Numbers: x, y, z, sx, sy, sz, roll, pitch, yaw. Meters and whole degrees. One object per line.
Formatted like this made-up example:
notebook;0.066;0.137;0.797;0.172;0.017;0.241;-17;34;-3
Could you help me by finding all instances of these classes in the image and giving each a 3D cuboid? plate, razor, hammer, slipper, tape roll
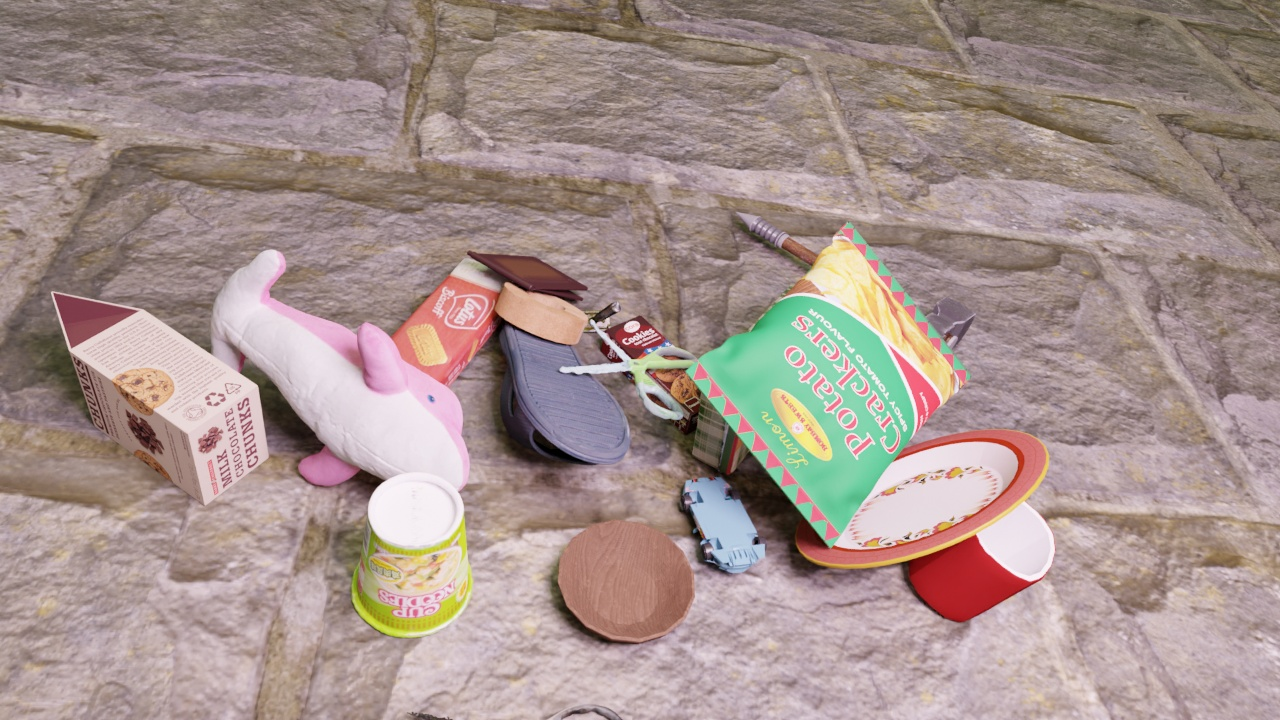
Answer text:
plate;0.248;0.125;0.815;0.229;0.230;0.021;-33;101;-38
razor;-0.040;-0.048;0.976;0.042;0.106;0.026;0;84;-18
hammer;0.245;-0.105;1.134;0.322;0.043;0.155;37;38;24
slipper;-0.092;0.043;0.878;0.101;0.083;0.263;16;19;-27
tape roll;-0.103;-0.049;0.954;0.094;0.027;0.094;23;11;-5

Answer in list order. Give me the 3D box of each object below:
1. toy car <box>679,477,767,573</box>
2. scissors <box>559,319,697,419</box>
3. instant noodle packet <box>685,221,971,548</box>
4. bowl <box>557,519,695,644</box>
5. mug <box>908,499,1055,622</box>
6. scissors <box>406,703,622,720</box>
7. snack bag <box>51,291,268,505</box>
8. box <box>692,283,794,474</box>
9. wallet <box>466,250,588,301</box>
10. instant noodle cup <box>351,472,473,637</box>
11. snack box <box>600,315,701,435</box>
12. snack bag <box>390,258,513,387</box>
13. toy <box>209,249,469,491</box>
toy car;0.073;0.154;0.843;0.060;0.028;0.107;-3;36;-18
scissors;-0.005;0.006;0.905;0.171;0.021;0.172;-6;41;-37
instant noodle packet;0.182;0.012;0.836;0.252;0.091;0.195;-41;94;-29
bowl;-0.014;0.192;0.778;0.118;0.030;0.117;7;44;-7
mug;0.312;0.167;0.831;0.080;0.097;0.116;41;50;8
scissors;-0.089;0.288;0.669;0.169;0.013;0.132;-8;46;-26
snack bag;-0.429;0.023;0.795;0.206;0.095;0.069;29;45;15
box;0.126;0.016;0.935;0.050;0.118;0.204;25;42;24
wallet;-0.121;-0.095;1.007;0.091;0.018;0.115;30;13;24
instant noodle cup;-0.178;0.148;0.723;0.099;0.108;0.098;8;45;-8
snack box;0.023;0.013;0.971;0.050;0.032;0.141;-25;56;-34
snack bag;-0.202;-0.026;0.948;0.077;0.041;0.224;21;45;9
toy;-0.246;0.017;0.798;0.265;0.187;0.127;36;30;2
